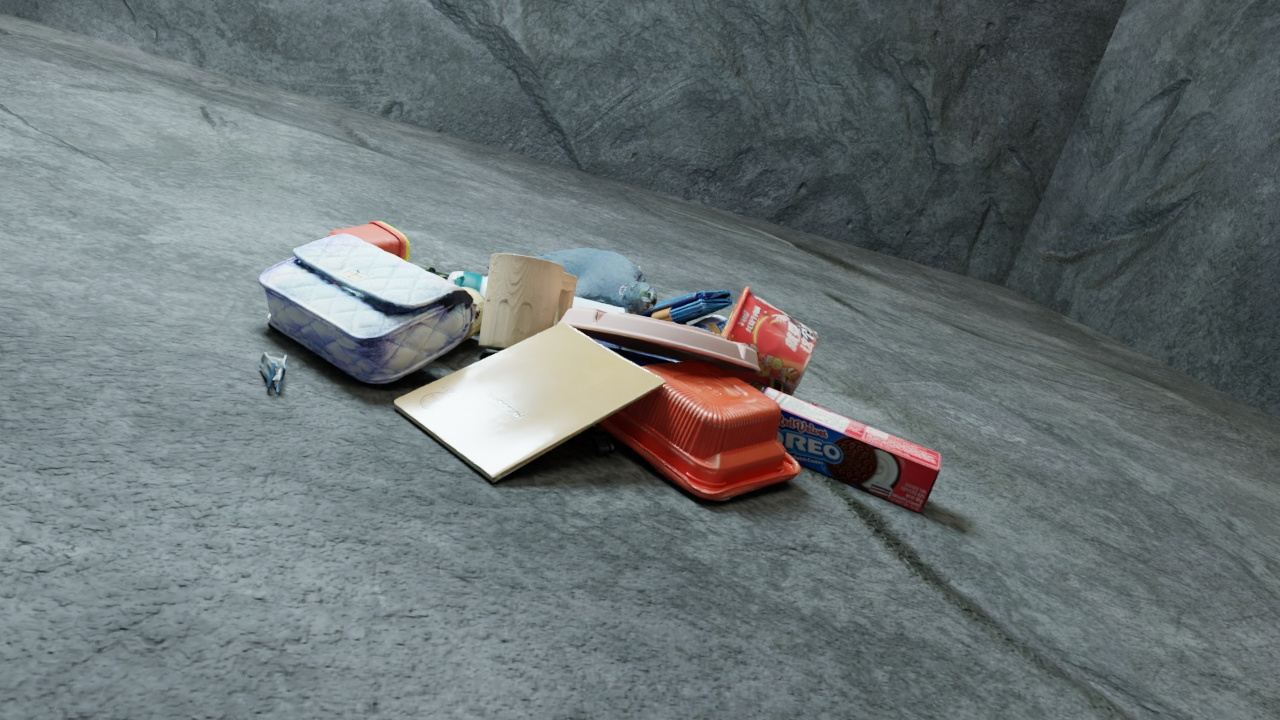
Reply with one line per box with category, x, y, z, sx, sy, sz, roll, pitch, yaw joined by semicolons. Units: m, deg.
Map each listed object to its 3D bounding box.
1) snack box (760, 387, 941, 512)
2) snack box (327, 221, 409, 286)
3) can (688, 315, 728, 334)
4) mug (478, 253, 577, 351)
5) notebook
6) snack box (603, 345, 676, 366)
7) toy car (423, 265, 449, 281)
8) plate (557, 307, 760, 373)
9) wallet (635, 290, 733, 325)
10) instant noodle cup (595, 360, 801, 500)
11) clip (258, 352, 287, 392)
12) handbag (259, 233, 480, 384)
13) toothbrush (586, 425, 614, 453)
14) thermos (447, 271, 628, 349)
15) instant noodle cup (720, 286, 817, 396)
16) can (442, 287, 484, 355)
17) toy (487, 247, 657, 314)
snack box;0.218;0.094;1.005;0.207;0.057;0.058;22;20;15
snack box;-0.323;-0.112;1.072;0.082;0.091;0.080;30;28;35
can;0.091;-0.031;1.284;0.053;0.053;0.134;22;17;16
mug;-0.123;-0.058;1.044;0.084;0.103;0.124;6;-5;36
notebook;-0.099;0.030;0.847;0.148;0.008;0.207;29;42;35
snack box;-0.006;0.006;1.087;0.157;0.026;0.084;12;6;-20
toy car;-0.248;-0.096;1.187;0.090;0.035;0.042;8;20;-47
plate;0.022;-0.023;1.013;0.229;0.028;0.229;12;-2;0
wallet;0.052;-0.065;1.278;0.133;0.040;0.106;-19;-3;29
instant noodle cup;0.058;0.058;0.918;0.189;0.079;0.164;31;25;35
clip;-0.319;0.009;0.802;0.031;0.025;0.057;14;10;-31
handbag;-0.275;-0.059;0.913;0.194;0.076;0.133;25;40;29
toothbrush;-0.076;0.049;0.930;0.017;0.014;0.189;-8;27;-30
thermos;-0.131;-0.057;1.129;0.224;0.073;0.073;13;17;-13
instant noodle cup;0.153;-0.011;1.157;0.108;0.138;0.137;25;17;2
can;-0.212;-0.045;1.015;0.058;0.058;0.116;19;16;4
toy;-0.072;-0.110;1.289;0.137;0.091;0.357;-4;15;-40
